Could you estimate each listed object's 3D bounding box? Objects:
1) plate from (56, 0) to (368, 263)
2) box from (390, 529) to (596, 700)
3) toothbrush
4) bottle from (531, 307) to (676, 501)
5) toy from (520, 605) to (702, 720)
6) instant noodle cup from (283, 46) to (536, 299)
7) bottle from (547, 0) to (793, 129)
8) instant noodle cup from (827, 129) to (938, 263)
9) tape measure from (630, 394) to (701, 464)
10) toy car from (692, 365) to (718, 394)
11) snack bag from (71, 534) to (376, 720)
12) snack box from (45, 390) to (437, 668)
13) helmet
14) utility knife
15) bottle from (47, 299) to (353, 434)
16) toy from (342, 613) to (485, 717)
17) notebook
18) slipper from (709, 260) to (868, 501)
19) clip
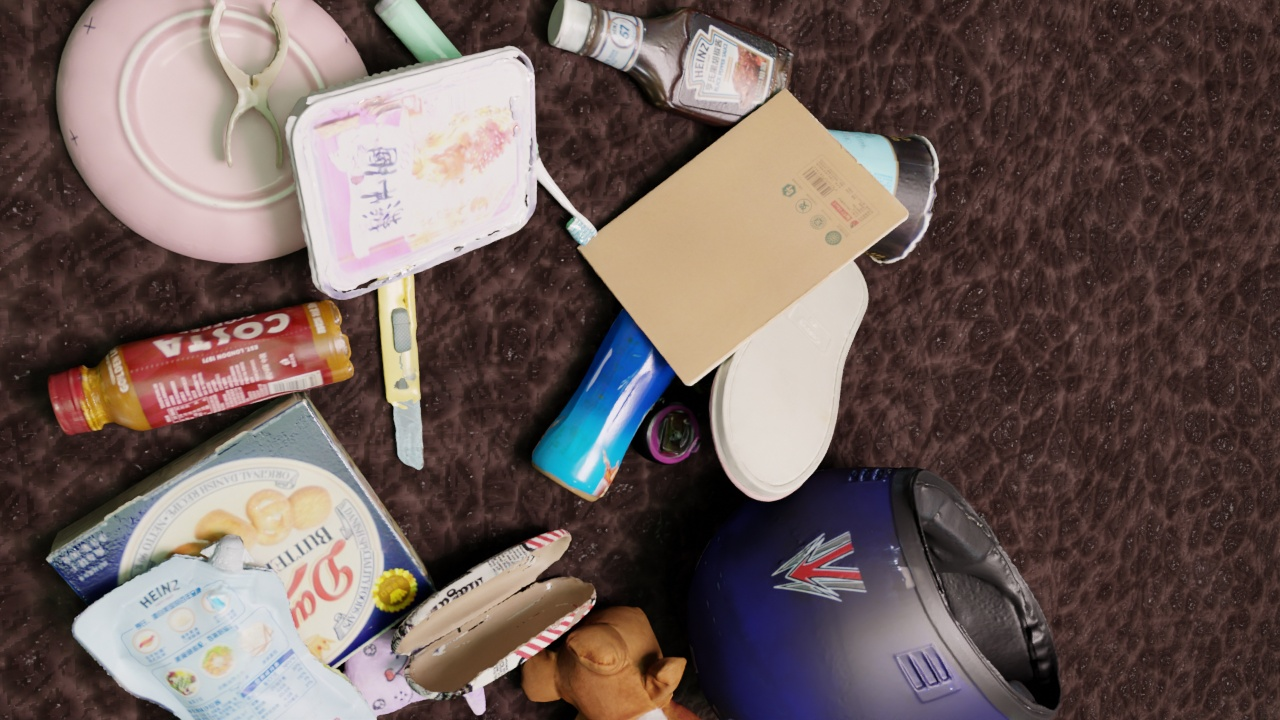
[{"bbox_3d":[-0.264,-0.158,0.587,0.192,0.039,0.192,-4,101,-25],"label":"plate"},{"bbox_3d":[-0.111,0.178,0.687,0.162,0.076,0.087,-25,111,-39],"label":"box"},{"bbox_3d":[-0.104,-0.172,0.668,0.027,0.026,0.224,-48,115,-13],"label":"toothbrush"},{"bbox_3d":[-0.004,0.004,0.723,0.065,0.065,0.218,34,84,-26],"label":"bottle"},{"bbox_3d":[-0.001,0.293,0.713,0.199,0.141,0.130,53,45,5],"label":"toy"},{"bbox_3d":[-0.153,-0.131,0.602,0.173,0.060,0.138,-28,140,-33],"label":"instant noodle cup"},{"bbox_3d":[0.025,-0.233,0.709,0.194,0.044,0.080,9,98,-26],"label":"bottle"},{"bbox_3d":[0.164,-0.144,0.763,0.120,0.111,0.111,7,96,-18],"label":"instant noodle cup"},{"bbox_3d":[0.021,0.057,0.759,0.057,0.039,0.058,11,94,-27],"label":"tape measure"},{"bbox_3d":[0.084,0.011,0.778,0.091,0.043,0.036,9,61,-33],"label":"toy car"},{"bbox_3d":[-0.264,0.208,0.602,0.110,0.039,0.191,-31,109,-10],"label":"snack bag"},{"bbox_3d":[-0.264,0.143,0.637,0.177,0.046,0.182,-35,111,-16],"label":"snack box"},{"bbox_3d":[0.177,0.224,0.754,0.241,0.246,0.315,-29,140,27],"label":"helmet"},{"bbox_3d":[-0.175,-0.016,0.672,0.031,0.021,0.198,-5,106,-20],"label":"utility knife"},{"bbox_3d":[-0.281,0.006,0.597,0.174,0.057,0.057,-16,105,-23],"label":"bottle"},{"bbox_3d":[-0.171,0.235,0.698,0.107,0.039,0.084,-2,81,-26],"label":"toy"},{"bbox_3d":[0.074,-0.097,0.696,0.207,0.008,0.148,-38,69,0],"label":"notebook"},{"bbox_3d":[0.117,0.001,0.740,0.114,0.055,0.273,39,50,-13],"label":"slipper"},{"bbox_3d":[-0.225,-0.172,0.562,0.081,0.035,0.105,-19,111,-21],"label":"clip"}]
